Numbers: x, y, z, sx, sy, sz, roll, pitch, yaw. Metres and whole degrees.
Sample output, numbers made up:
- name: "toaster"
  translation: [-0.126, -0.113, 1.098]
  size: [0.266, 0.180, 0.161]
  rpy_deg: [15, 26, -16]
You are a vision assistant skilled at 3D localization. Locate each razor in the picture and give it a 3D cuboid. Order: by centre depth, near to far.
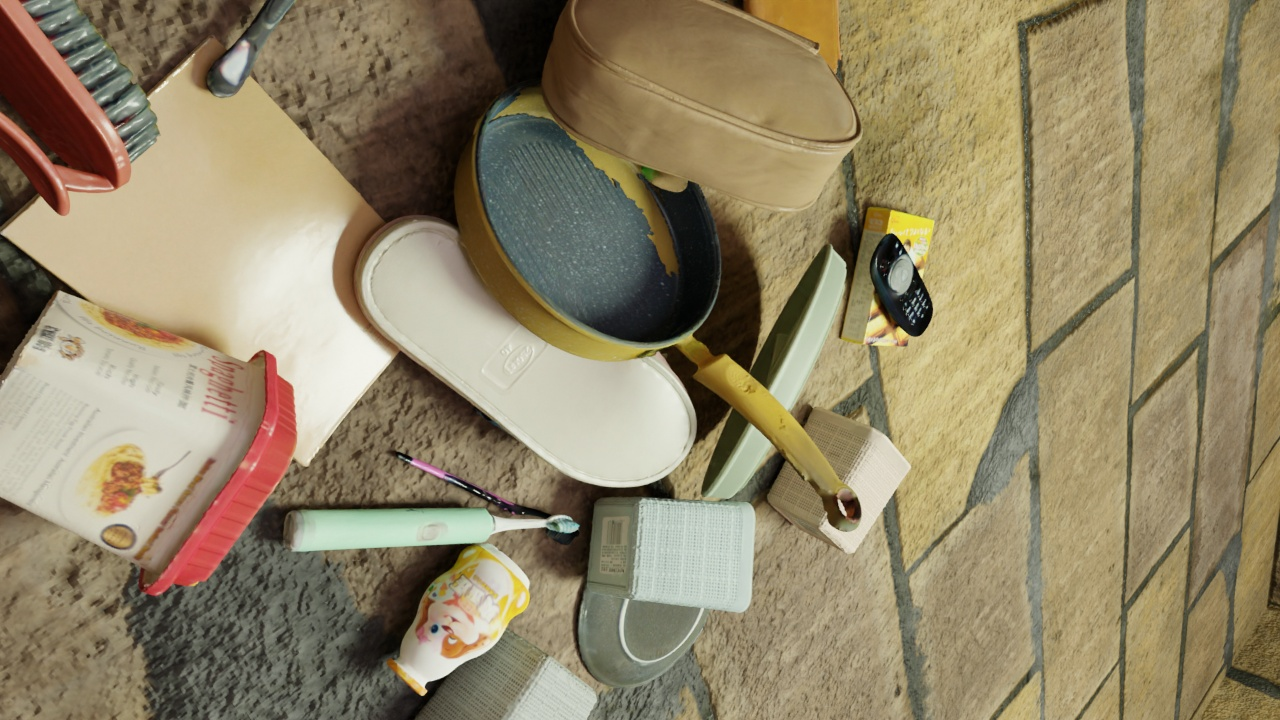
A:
- name: "razor"
  translation: [-0.195, -0.203, 0.503]
  size: [0.042, 0.022, 0.142]
  rpy_deg: [38, 72, -41]

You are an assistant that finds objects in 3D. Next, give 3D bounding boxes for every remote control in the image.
- name: "remote control"
  translation: [0.258, -0.075, 0.920]
  size: [0.053, 0.024, 0.136]
  rpy_deg: [-55, 131, -14]

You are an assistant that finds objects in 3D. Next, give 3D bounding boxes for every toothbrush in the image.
- name: "toothbrush"
  translation: [-0.138, 0.118, 0.649]
  size: [0.224, 0.027, 0.026]
  rpy_deg: [7, 100, -41]
- name: "toothbrush"
  translation: [-0.111, 0.106, 0.688]
  size: [0.189, 0.014, 0.018]
  rpy_deg: [34, 91, -42]

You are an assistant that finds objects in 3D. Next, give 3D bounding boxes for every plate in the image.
- name: "plate"
  translation: [0.110, 0.013, 0.749]
  size: [0.230, 0.027, 0.230]
  rpy_deg: [-63, 177, -7]
- name: "plate"
  translation: [0.018, 0.217, 0.834]
  size: [0.179, 0.024, 0.179]
  rpy_deg: [-14, 112, -39]

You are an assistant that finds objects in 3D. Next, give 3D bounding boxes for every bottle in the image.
- name: "bottle"
  translation: [-0.131, 0.186, 0.659]
  size: [0.108, 0.063, 0.063]
  rpy_deg: [-47, 129, -22]

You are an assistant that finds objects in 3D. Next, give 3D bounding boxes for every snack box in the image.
- name: "snack box"
  translation: [0.258, -0.085, 0.957]
  size: [0.086, 0.034, 0.140]
  rpy_deg: [2, 100, -44]

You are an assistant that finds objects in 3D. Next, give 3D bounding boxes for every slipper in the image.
- name: "slipper"
  translation: [-0.072, -0.002, 0.633]
  size: [0.274, 0.054, 0.114]
  rpy_deg: [35, 92, -27]

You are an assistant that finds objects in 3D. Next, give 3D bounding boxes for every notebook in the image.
- name: "notebook"
  translation: [-0.222, -0.054, 0.537]
  size: [0.149, 0.012, 0.211]
  rpy_deg: [-54, 131, -18]

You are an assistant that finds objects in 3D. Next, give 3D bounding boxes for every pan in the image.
- name: "pan"
  translation: [0.022, -0.033, 0.602]
  size: [0.197, 0.078, 0.357]
  rpy_deg: [-33, 91, -45]

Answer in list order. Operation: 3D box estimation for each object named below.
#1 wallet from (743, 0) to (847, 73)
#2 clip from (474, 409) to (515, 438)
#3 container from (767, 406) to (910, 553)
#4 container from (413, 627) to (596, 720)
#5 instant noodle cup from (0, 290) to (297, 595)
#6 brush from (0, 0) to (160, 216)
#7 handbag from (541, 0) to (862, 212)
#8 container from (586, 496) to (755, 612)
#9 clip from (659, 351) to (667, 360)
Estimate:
- name: "wallet"
  translation: [0.133, -0.300, 0.773]
  size: [0.118, 0.035, 0.131]
  rpy_deg: [-29, 122, -33]
- name: "clip"
  translation: [-0.095, 0.045, 0.677]
  size: [0.057, 0.024, 0.028]
  rpy_deg: [28, 87, -47]
- name: "container"
  translation: [0.197, 0.123, 0.927]
  size: [0.090, 0.090, 0.110]
  rpy_deg: [43, 76, -42]
- name: "container"
  translation: [-0.104, 0.273, 0.695]
  size: [0.114, 0.090, 0.090]
  rpy_deg: [-55, 132, -20]
- name: "instant noodle cup"
  translation: [-0.256, 0.036, 0.462]
  size: [0.124, 0.116, 0.117]
  rpy_deg: [33, 98, -31]
- name: "brush"
  translation: [-0.286, -0.138, 0.412]
  size: [0.069, 0.063, 0.146]
  rpy_deg: [-55, 133, -36]
- name: "handbag"
  translation: [0.037, -0.177, 0.606]
  size: [0.204, 0.100, 0.147]
  rpy_deg: [18, 50, -16]
- name: "container"
  translation: [0.022, 0.157, 0.755]
  size: [0.111, 0.090, 0.090]
  rpy_deg: [11, 77, -30]
- name: "clip"
  translation: [-0.003, 0.005, 0.723]
  size: [0.099, 0.098, 0.035]
  rpy_deg: [9, 96, -33]
